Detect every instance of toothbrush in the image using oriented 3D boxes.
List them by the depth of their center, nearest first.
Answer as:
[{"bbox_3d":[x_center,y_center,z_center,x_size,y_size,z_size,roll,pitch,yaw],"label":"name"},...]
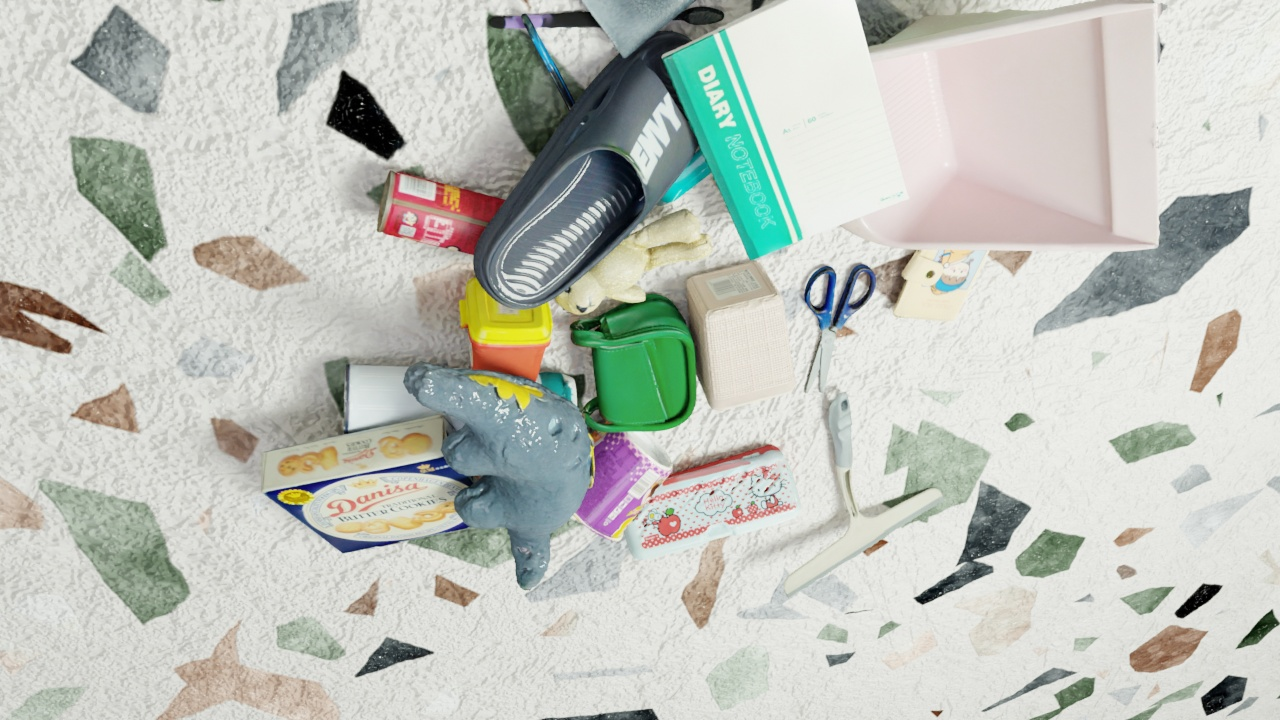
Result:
[{"bbox_3d":[-0.025,-0.269,0.726,0.189,0.016,0.014,-5,122,-9],"label":"toothbrush"},{"bbox_3d":[-0.055,-0.204,0.766,0.016,0.014,0.189,-15,134,19],"label":"toothbrush"}]

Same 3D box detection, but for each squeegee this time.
[{"bbox_3d":[0.245,0.129,1.087,0.246,0.039,0.247,-28,125,-15],"label":"squeegee"}]

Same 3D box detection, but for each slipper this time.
[{"bbox_3d":[-0.025,-0.143,0.749,0.268,0.083,0.110,-49,125,2],"label":"slipper"}]

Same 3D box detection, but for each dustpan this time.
[{"bbox_3d":[0.267,-0.168,0.760,0.138,0.273,0.223,-40,127,-15],"label":"dustpan"}]

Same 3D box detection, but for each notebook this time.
[{"bbox_3d":[0.124,-0.189,0.752,0.150,0.012,0.209,-22,128,11],"label":"notebook"}]

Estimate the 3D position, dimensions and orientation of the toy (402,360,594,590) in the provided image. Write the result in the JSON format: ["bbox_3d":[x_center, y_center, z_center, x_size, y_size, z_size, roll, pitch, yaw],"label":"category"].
[{"bbox_3d":[-0.109,0.098,0.845,0.137,0.091,0.357,-31,142,-18],"label":"toy"}]

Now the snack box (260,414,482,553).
[{"bbox_3d":[-0.249,0.128,0.911,0.178,0.045,0.183,-12,149,4],"label":"snack box"}]

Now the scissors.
[{"bbox_3d":[0.190,-0.030,0.968,0.128,0.012,0.174,20,121,-29],"label":"scissors"}]

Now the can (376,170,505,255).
[{"bbox_3d":[-0.153,-0.120,0.784,0.132,0.053,0.053,11,123,-22],"label":"can"}]

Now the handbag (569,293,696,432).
[{"bbox_3d":[-0.005,0.005,0.909,0.120,0.068,0.131,-9,129,-6],"label":"handbag"}]

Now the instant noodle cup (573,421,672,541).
[{"bbox_3d":[-0.027,0.117,0.973,0.099,0.111,0.111,-46,124,10],"label":"instant noodle cup"}]

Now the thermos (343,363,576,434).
[{"bbox_3d":[-0.172,0.041,0.897,0.224,0.073,0.073,2,126,-16],"label":"thermos"}]

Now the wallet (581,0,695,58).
[{"bbox_3d":[-0.011,-0.306,0.691,0.097,0.019,0.121,-35,117,12],"label":"wallet"}]

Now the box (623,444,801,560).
[{"bbox_3d":[0.078,0.166,1.040,0.201,0.091,0.094,-16,128,-1],"label":"box"}]

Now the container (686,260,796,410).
[{"bbox_3d":[0.096,-0.027,0.898,0.090,0.090,0.111,-14,126,-4],"label":"container"}]

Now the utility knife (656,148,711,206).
[{"bbox_3d":[0.070,-0.189,0.814,0.161,0.013,0.029,-38,124,19],"label":"utility knife"}]

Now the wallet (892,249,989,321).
[{"bbox_3d":[0.310,-0.093,0.943,0.087,0.024,0.115,1,128,-21],"label":"wallet"}]

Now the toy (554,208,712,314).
[{"bbox_3d":[-0.011,-0.087,0.836,0.157,0.066,0.105,-22,136,13],"label":"toy"}]

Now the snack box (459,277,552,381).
[{"bbox_3d":[-0.126,-0.024,0.844,0.082,0.091,0.080,1,134,-15],"label":"snack box"}]
